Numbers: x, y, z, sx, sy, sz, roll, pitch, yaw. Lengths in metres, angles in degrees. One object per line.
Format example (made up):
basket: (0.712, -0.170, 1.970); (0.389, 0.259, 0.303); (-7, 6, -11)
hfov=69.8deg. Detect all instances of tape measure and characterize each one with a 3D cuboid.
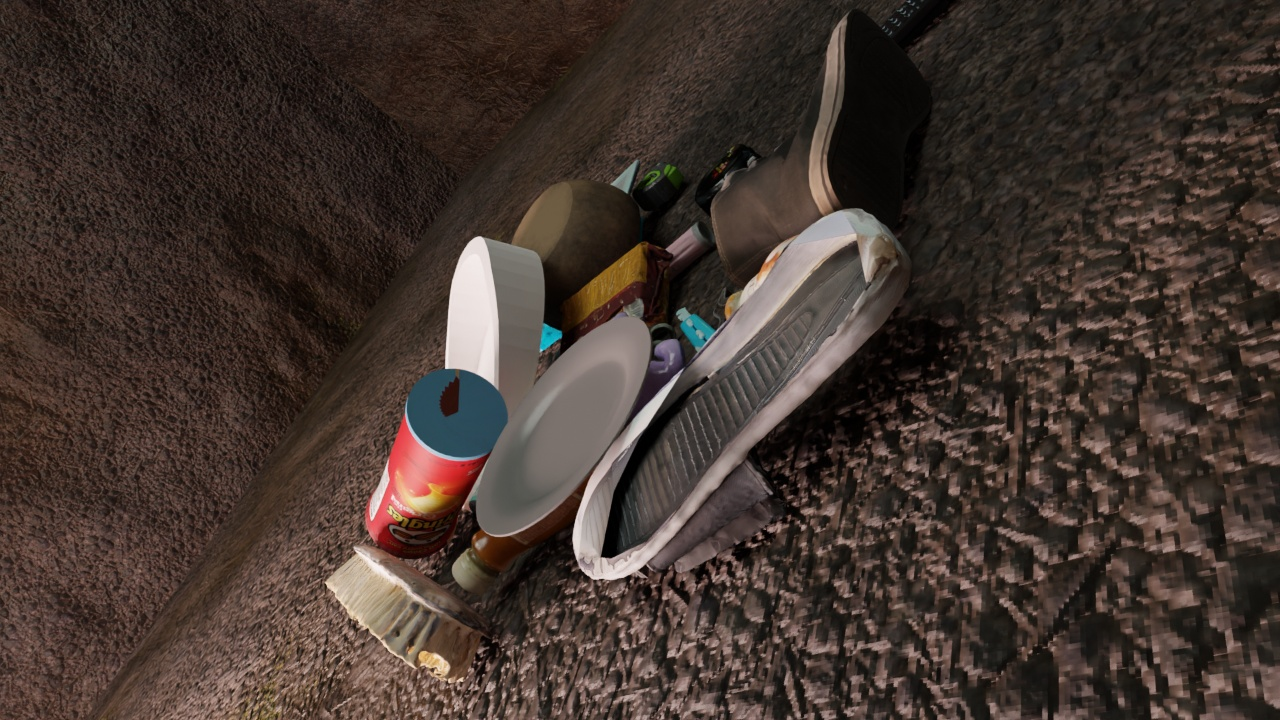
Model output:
tape measure: (0.021, -0.195, 1.044); (0.059, 0.036, 0.065); (-40, 21, 3)
tape measure: (0.085, -0.161, 0.835); (0.072, 0.042, 0.071); (-43, 22, 10)

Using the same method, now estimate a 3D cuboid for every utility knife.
utility knife: (0.042, -0.020, 0.687); (0.022, 0.015, 0.141); (-46, 17, 3)

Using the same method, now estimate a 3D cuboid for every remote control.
remote control: (0.204, -0.263, 0.788); (0.151, 0.022, 0.047); (-44, 21, 24)

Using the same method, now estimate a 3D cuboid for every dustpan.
dustpan: (-0.157, 0.014, 0.875); (0.192, 0.053, 0.257); (-2, 77, 65)

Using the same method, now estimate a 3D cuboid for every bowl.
bowl: (-0.077, -0.117, 0.953); (0.163, 0.070, 0.162); (-36, 40, 37)

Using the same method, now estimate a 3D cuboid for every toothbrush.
toothbrush: (-0.013, -0.057, 0.887); (0.223, 0.027, 0.026); (-39, 26, 32)

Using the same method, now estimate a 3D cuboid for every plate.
plate: (-0.051, 0.045, 0.632); (0.179, 0.012, 0.178); (-41, 25, 24)

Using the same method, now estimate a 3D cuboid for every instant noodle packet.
instant noodle packet: (-0.025, -0.041, 0.837); (0.136, 0.039, 0.098); (-35, 45, 35)

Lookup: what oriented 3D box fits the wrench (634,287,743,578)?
wrench: (0.045, 0.028, 0.631); (0.070, 0.010, 0.272); (-31, 27, 43)

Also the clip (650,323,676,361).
clip: (0.000, 0.001, 0.760); (0.075, 0.023, 0.037); (-41, 23, 31)

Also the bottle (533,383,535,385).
bottle: (-0.090, 0.041, 0.849); (0.045, 0.045, 0.185); (-59, 21, -21)

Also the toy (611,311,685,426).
toy: (-0.004, 0.004, 0.715); (0.080, 0.036, 0.099); (-51, 44, 14)

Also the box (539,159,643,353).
box: (-0.079, -0.113, 1.053); (0.227, 0.039, 0.181); (-33, 40, 40)

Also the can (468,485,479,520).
can: (-0.095, 0.092, 0.755); (0.055, 0.055, 0.101); (-22, 35, 54)

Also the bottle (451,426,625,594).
bottle: (-0.077, 0.106, 0.683); (0.167, 0.059, 0.059); (-48, 20, 8)

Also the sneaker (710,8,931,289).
sneaker: (0.131, -0.155, 0.660); (0.120, 0.095, 0.234); (-28, 37, 48)

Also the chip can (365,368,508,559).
chip can: (-0.183, 0.097, 0.805); (0.214, 0.087, 0.086); (-55, 10, 50)

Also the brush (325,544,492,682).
brush: (-0.193, 0.197, 0.741); (0.056, 0.083, 0.272); (-58, 21, -18)

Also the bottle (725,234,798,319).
bottle: (0.100, -0.044, 0.560); (0.109, 0.063, 0.063); (-29, 29, 46)

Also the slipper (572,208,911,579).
slipper: (0.055, 0.036, 0.508); (0.264, 0.063, 0.111); (-52, 26, 20)
